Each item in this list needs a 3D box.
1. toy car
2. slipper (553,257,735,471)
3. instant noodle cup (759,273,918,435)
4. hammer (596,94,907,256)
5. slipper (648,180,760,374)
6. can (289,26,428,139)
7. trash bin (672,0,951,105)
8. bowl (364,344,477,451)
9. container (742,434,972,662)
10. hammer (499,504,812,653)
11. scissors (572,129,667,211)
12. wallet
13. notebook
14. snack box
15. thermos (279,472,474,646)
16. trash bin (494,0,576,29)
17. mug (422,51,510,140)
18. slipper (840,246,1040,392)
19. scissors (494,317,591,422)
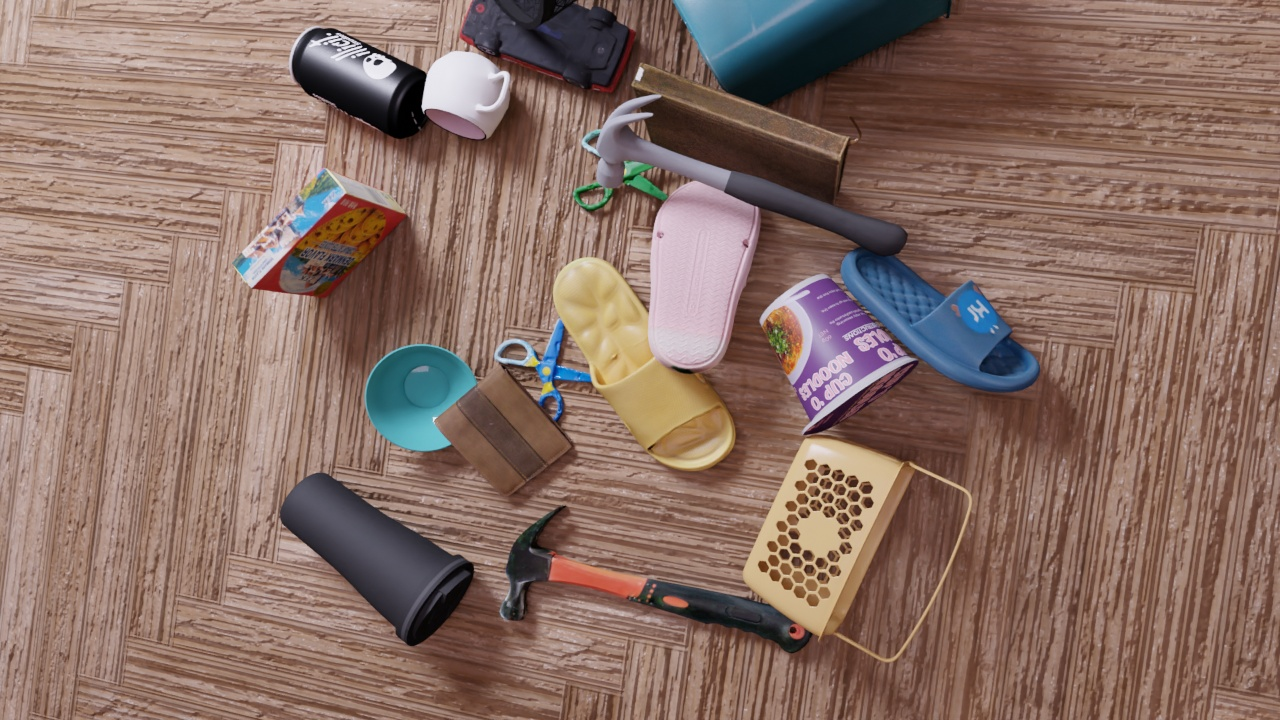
[{"bbox_3d":[-0.101,-0.352,0.990,0.189,0.056,0.081,23,95,12],"label":"toy car"},{"bbox_3d":[-0.006,0.006,0.956,0.100,0.078,0.263,-36,83,12],"label":"slipper"},{"bbox_3d":[0.178,-0.010,0.898,0.136,0.122,0.122,-26,72,-21],"label":"instant noodle cup"},{"bbox_3d":[0.106,-0.166,0.880,0.311,0.125,0.029,20,63,2],"label":"hammer"},{"bbox_3d":[0.059,-0.089,0.931,0.107,0.056,0.221,10,70,5],"label":"slipper"},{"bbox_3d":[-0.309,-0.310,1.022,0.146,0.080,0.080,28,95,11],"label":"can"},{"bbox_3d":[0.150,-0.367,0.875,0.219,0.199,0.196,-29,83,17],"label":"trash bin"},{"bbox_3d":[-0.238,0.036,1.011,0.121,0.046,0.121,-2,106,-7],"label":"bowl"},{"bbox_3d":[0.210,0.176,0.882,0.167,0.129,0.183,26,95,20],"label":"container"},{"bbox_3d":[0.018,0.247,0.973,0.333,0.033,0.133,12,91,11],"label":"hammer"},{"bbox_3d":[-0.019,-0.210,0.984,0.130,0.012,0.116,-16,81,23],"label":"scissors"},{"bbox_3d":[-0.148,0.078,0.993,0.099,0.027,0.121,-39,105,7],"label":"wallet"},{"bbox_3d":[0.098,-0.218,0.880,0.215,0.190,0.034,24,83,12],"label":"notebook"},{"bbox_3d":[-0.344,-0.133,0.996,0.145,0.142,0.040,-43,83,9],"label":"snack box"},{"bbox_3d":[-0.292,0.211,1.008,0.219,0.105,0.106,32,96,16],"label":"thermos"},{"bbox_3d":[-0.050,-0.478,0.885,0.243,0.217,0.217,-32,82,-13],"label":"trash bin"},{"bbox_3d":[-0.176,-0.286,0.978,0.124,0.090,0.076,12,80,47],"label":"mug"},{"bbox_3d":[0.287,-0.044,0.879,0.214,0.103,0.059,38,137,15],"label":"slipper"},{"bbox_3d":[-0.105,0.012,1.011,0.130,0.013,0.125,18,94,10],"label":"scissors"}]
